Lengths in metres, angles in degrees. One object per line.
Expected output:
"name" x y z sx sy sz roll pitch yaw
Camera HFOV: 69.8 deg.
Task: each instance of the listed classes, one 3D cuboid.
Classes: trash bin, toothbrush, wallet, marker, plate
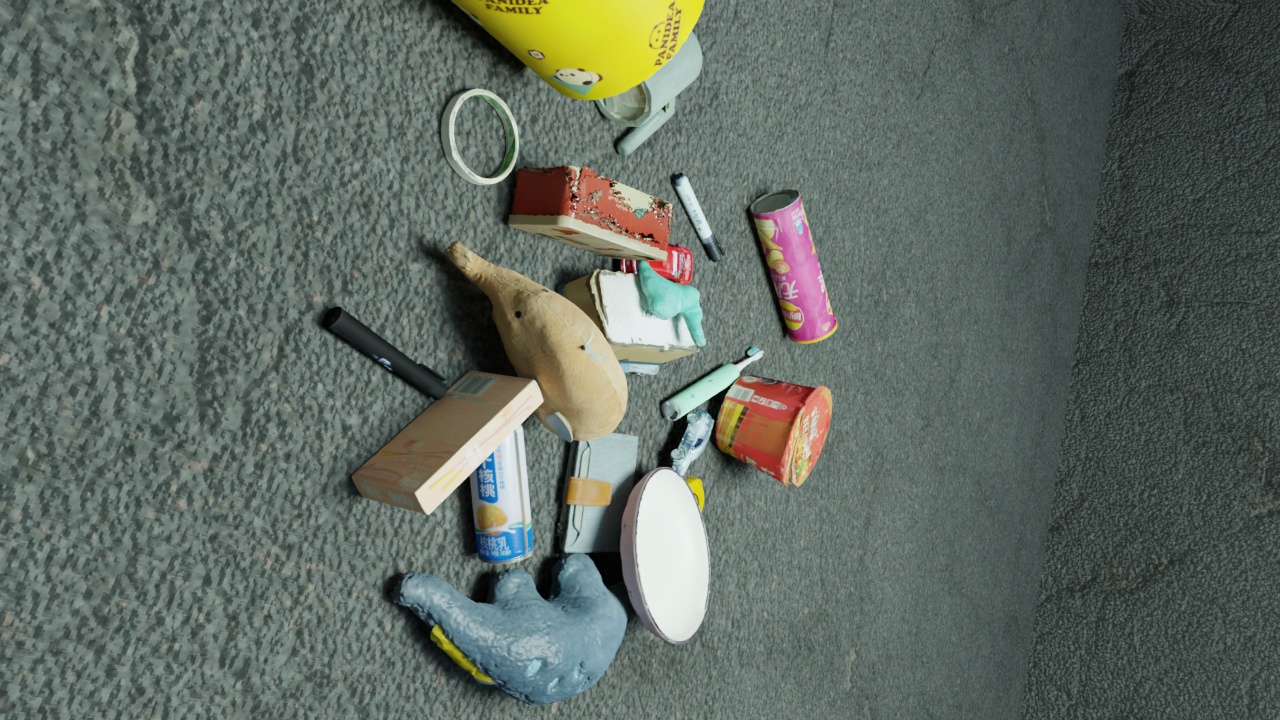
"trash bin" -0.081 -0.368 0.765 0.255 0.230 0.229 35 65 -54
"toothbrush" 0.100 0.025 1.172 0.223 0.027 0.027 -29 151 -47
"wallet" -0.043 0.142 0.992 0.106 0.037 0.129 13 83 -52
"marker" -0.212 -0.005 0.776 0.132 0.020 0.022 43 62 -45
"plate" 0.023 0.216 1.020 0.192 0.039 0.192 36 48 -55
"marker" 0.072 -0.175 1.127 0.131 0.022 0.018 60 5 -37

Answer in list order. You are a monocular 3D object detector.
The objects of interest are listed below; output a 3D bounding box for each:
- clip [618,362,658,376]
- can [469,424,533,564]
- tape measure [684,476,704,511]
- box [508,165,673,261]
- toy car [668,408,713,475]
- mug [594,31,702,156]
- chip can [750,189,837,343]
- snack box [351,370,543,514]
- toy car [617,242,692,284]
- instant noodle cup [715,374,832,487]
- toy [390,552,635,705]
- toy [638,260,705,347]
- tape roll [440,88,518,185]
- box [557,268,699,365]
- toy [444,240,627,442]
"clip" -0.005 0.006 1.043 0.057 0.029 0.024 18 74 -45
"can" -0.132 0.118 0.860 0.053 0.053 0.134 -15 105 -51
"tape measure" 0.048 0.171 1.115 0.059 0.029 0.057 -15 109 -33
"box" -0.043 -0.154 0.922 0.168 0.091 0.077 9 89 -52
"toy car" 0.060 0.102 1.111 0.043 0.034 0.090 99 17 -62
"mug" 0.006 -0.295 0.995 0.103 0.084 0.124 -50 154 -36
"chip can" 0.213 -0.128 1.269 0.071 0.071 0.211 -49 128 -38
"snack box" -0.164 0.066 0.792 0.156 0.085 0.026 -47 131 -39
"toy car" 0.023 -0.110 1.050 0.120 0.045 0.053 0 94 -54
"instant noodle cup" 0.170 0.082 1.182 0.137 0.109 0.138 -37 137 -45
"toy" -0.090 0.266 0.909 0.355 0.092 0.137 13 55 -53
"toy" 0.040 -0.060 0.979 0.091 0.030 0.096 3 64 -50
"tape roll" -0.147 -0.206 0.848 0.085 0.014 0.086 -6 97 -51
"box" -0.013 -0.044 0.982 0.184 0.060 0.089 6 70 -50
"toy" -0.089 -0.021 0.833 0.082 0.144 0.226 -49 128 -32
